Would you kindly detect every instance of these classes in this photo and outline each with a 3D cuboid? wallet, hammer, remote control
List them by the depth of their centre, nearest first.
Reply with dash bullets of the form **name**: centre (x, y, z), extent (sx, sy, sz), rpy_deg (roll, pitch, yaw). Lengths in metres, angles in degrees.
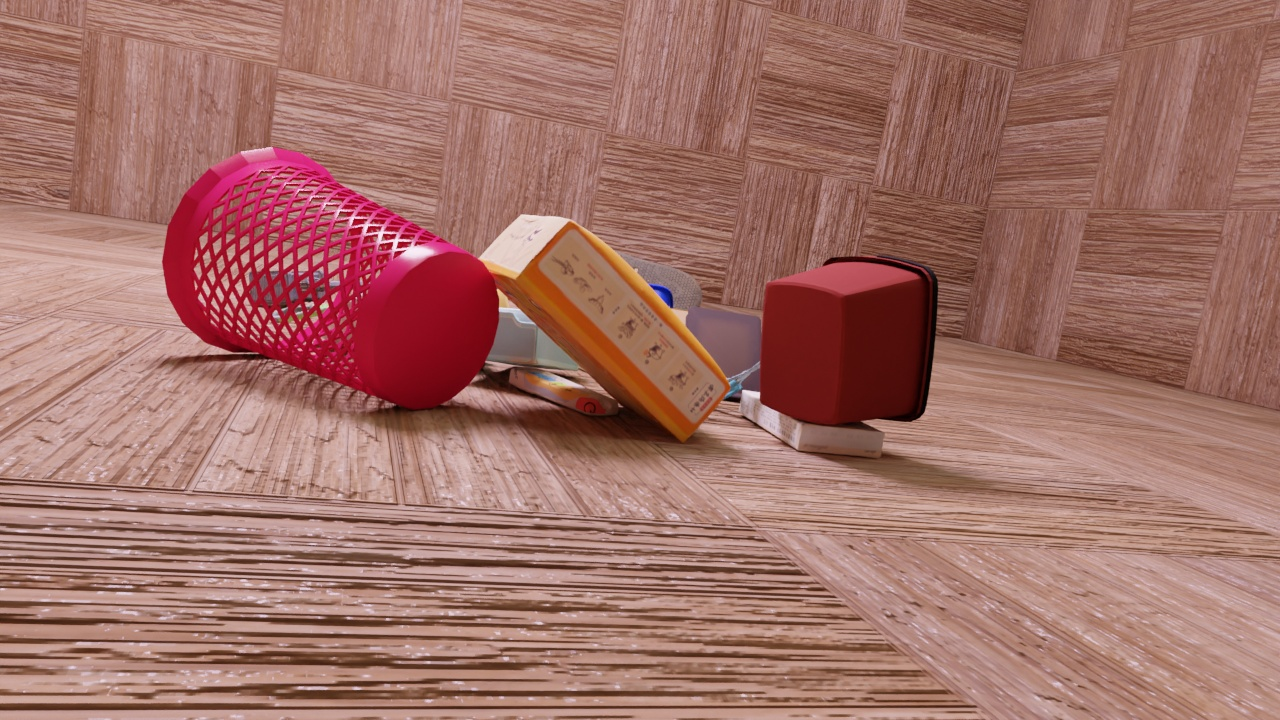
- **remote control**: centre (-0.072, 0.028, 0.833), extent (0.038, 0.018, 0.126), rpy_deg (2, 11, -45)
- **wallet**: centre (0.094, -0.005, 1.028), extent (0.091, 0.115, 0.018), rpy_deg (8, -34, -7)
- **hammer**: centre (-0.327, -0.098, 1.177), extent (0.322, 0.044, 0.098), rpy_deg (-1, 5, 9)

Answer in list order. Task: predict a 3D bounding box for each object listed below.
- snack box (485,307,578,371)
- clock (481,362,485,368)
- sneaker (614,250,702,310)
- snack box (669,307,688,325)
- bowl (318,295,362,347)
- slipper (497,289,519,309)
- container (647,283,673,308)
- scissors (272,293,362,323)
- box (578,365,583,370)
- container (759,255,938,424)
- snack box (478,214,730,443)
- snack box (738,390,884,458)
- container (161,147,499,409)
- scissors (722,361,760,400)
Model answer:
- **snack box**: centre (-0.115, -0.020, 0.917), extent (0.075, 0.053, 0.174), rpy_deg (4, -3, 10)
- **clock**: centre (-0.198, -0.024, 0.951), extent (0.090, 0.052, 0.129), rpy_deg (8, 8, -7)
- **sneaker**: centre (-0.040, -0.089, 1.244), extent (0.241, 0.088, 0.102), rpy_deg (12, -25, 0)
- **snack box**: centre (0.069, -0.016, 1.099), extent (0.125, 0.040, 0.088), rpy_deg (8, -30, -9)
- **bowl**: centre (-0.277, -0.041, 0.939), extent (0.110, 0.040, 0.110), rpy_deg (-28, 6, 3)
- **slipper**: centre (-0.159, -0.069, 1.275), extent (0.099, 0.078, 0.264), rpy_deg (2, 12, -42)
- **container**: centre (-0.010, -0.044, 1.164), extent (0.096, 0.058, 0.114), rpy_deg (9, -31, -1)
- **scissors**: centre (-0.336, -0.059, 1.061), extent (0.171, 0.023, 0.169), rpy_deg (-16, 23, -23)
- **box**: centre (0.006, 0.004, 1.005), extent (0.077, 0.089, 0.188), rpy_deg (40, -10, -28)
- **container**: centre (0.205, -0.021, 0.832), extent (0.200, 0.148, 0.127), rpy_deg (-11, 18, -41)
- **snack box**: centre (-0.030, -0.036, 0.763), extent (0.195, 0.080, 0.145), rpy_deg (45, -8, -23)
- **snack box**: centre (0.155, 0.057, 0.854), extent (0.082, 0.026, 0.150), rpy_deg (7, 7, -14)
- **container**: centre (-0.239, -0.058, 0.747), extent (0.226, 0.183, 0.182), rpy_deg (22, 13, 31)
- **scissors**: centre (0.078, 0.022, 0.875), extent (0.125, 0.015, 0.137), rpy_deg (-16, -20, -31)
